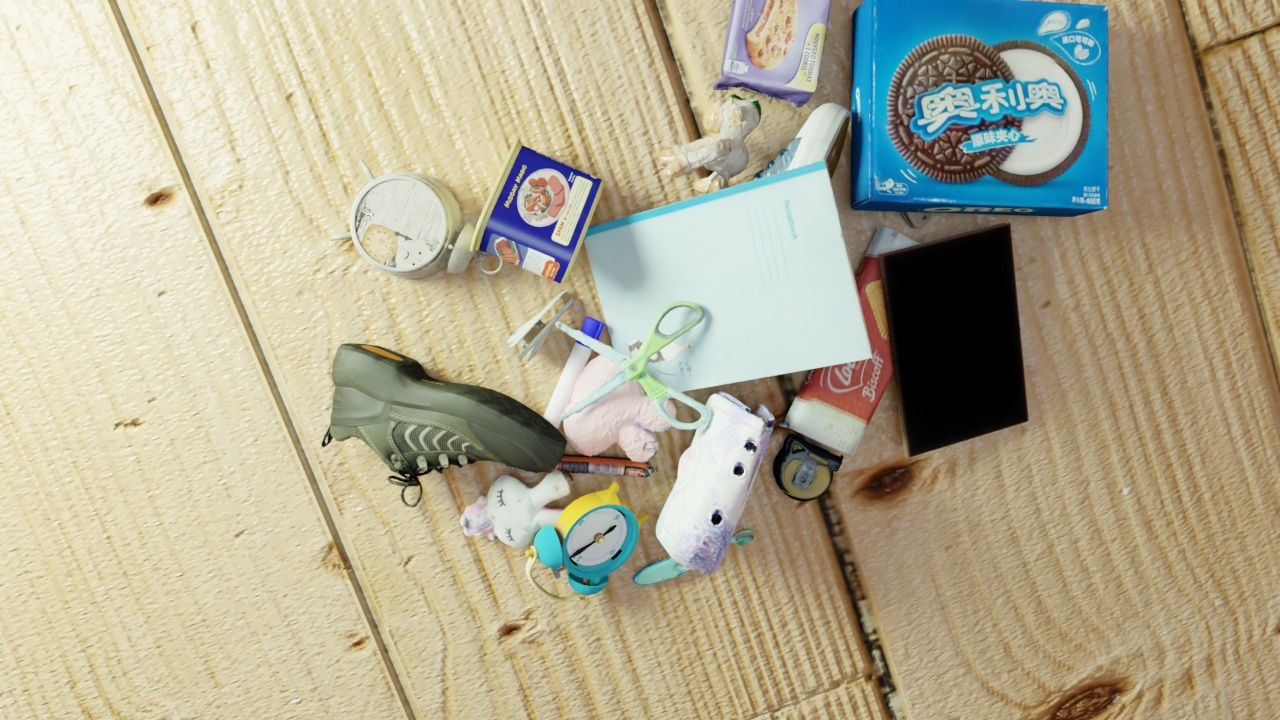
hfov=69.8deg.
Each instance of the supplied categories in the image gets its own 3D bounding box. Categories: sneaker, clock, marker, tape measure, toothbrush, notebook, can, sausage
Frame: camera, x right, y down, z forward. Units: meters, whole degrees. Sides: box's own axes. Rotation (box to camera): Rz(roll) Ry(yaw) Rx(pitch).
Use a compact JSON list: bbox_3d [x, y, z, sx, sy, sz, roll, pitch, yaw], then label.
[{"bbox_3d":[0.118,-0.145,0.887,0.079,0.087,0.236,32,100,13],"label":"sneaker"},{"bbox_3d":[-0.205,-0.121,0.873,0.157,0.061,0.103,23,96,-4],"label":"clock"},{"bbox_3d":[-0.073,0.024,0.919,0.020,0.020,0.141,23,95,-6],"label":"marker"},{"bbox_3d":[-0.200,0.087,0.876,0.238,0.101,0.143,21,94,3],"label":"sneaker"},{"bbox_3d":[0.167,0.113,0.936,0.061,0.034,0.061,23,97,-5],"label":"tape measure"},{"bbox_3d":[0.055,0.205,0.950,0.135,0.017,0.022,-22,101,0],"label":"toothbrush"},{"bbox_3d":[0.073,-0.066,0.859,0.254,0.009,0.181,-11,98,29],"label":"notebook"},{"bbox_3d":[-0.095,-0.138,0.861,0.092,0.057,0.116,22,63,-8],"label":"can"},{"bbox_3d":[-0.060,0.106,0.930,0.155,0.020,0.020,3,97,-4],"label":"sausage"},{"bbox_3d":[0.314,-0.019,0.914,0.141,0.008,0.209,-15,105,-11],"label":"notebook"},{"bbox_3d":[-0.054,0.185,0.917,0.129,0.044,0.099,-44,125,-5],"label":"clock"}]

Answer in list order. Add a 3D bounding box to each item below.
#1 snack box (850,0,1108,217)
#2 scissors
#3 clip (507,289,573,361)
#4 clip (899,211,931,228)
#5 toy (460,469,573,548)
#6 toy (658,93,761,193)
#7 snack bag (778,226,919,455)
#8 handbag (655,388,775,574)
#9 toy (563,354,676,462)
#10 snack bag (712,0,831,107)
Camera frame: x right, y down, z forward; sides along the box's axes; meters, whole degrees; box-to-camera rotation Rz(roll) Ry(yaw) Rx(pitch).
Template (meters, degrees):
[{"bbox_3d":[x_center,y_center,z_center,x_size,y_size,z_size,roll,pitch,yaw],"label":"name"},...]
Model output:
[{"bbox_3d":[0.322,-0.239,0.872,0.239,0.056,0.195,1,89,-6],"label":"snack box"},{"bbox_3d":[-0.003,0.011,0.867,0.171,0.023,0.172,-38,95,8],"label":"scissors"},{"bbox_3d":[-0.100,-0.022,0.896,0.045,0.101,0.056,40,137,-2],"label":"clip"},{"bbox_3d":[0.264,-0.160,0.915,0.026,0.059,0.052,-46,57,2],"label":"clip"},{"bbox_3d":[-0.121,0.152,0.924,0.123,0.038,0.079,-13,109,3],"label":"toy"},{"bbox_3d":[0.071,-0.205,0.860,0.074,0.085,0.106,38,105,-5],"label":"toy"},{"bbox_3d":[0.224,-0.018,0.920,0.077,0.041,0.225,24,94,-8],"label":"snack bag"},{"bbox_3d":[0.072,0.112,0.884,0.069,0.126,0.158,22,97,-3],"label":"handbag"},{"bbox_3d":[-0.021,0.052,0.904,0.105,0.053,0.108,29,98,4],"label":"toy"},{"bbox_3d":[0.131,-0.348,0.865,0.096,0.058,0.205,10,94,-7],"label":"snack bag"}]
